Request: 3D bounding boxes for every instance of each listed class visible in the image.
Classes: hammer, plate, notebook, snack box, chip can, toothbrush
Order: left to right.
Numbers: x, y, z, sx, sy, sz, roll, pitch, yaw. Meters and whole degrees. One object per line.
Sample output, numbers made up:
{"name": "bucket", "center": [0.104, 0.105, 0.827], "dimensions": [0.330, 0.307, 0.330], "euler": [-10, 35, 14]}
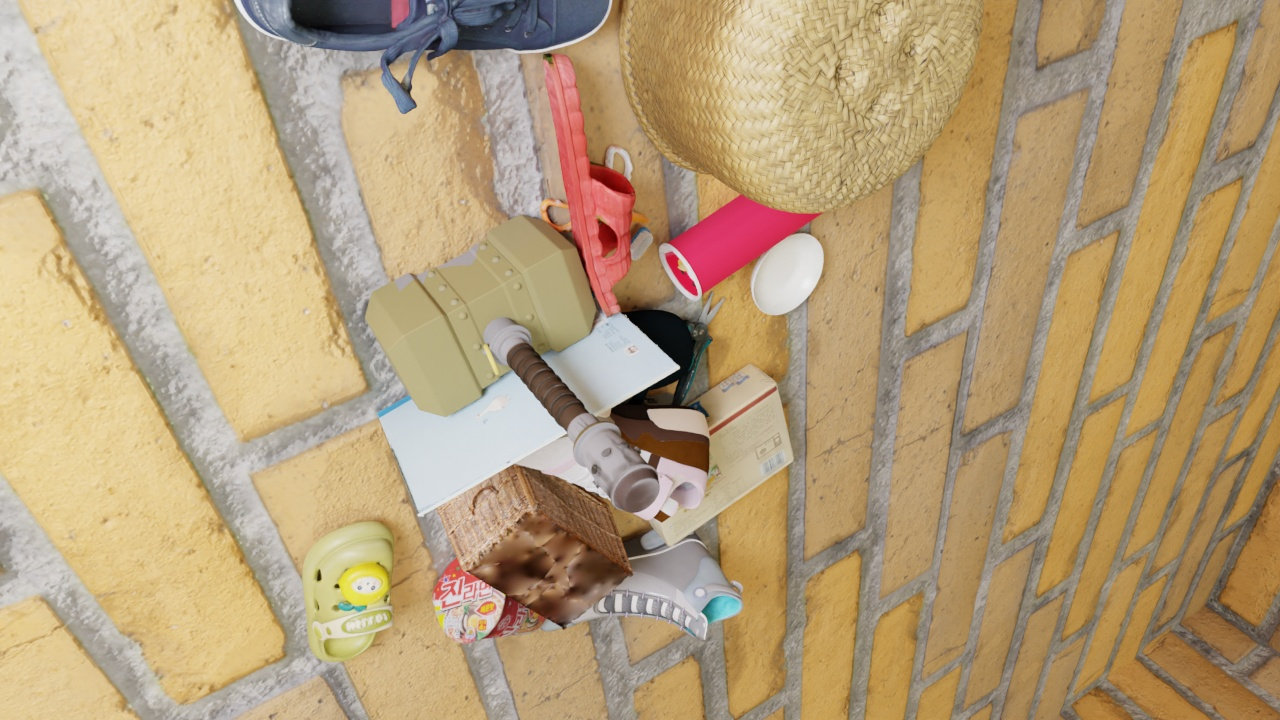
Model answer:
{"name": "notebook", "center": [-0.111, 0.029, 0.845], "dimensions": [0.253, 0.181, 0.009], "euler": [-30, 125, -10]}
{"name": "hammer", "center": [-0.082, 0.016, 0.763], "dimensions": [0.190, 0.325, 0.101], "euler": [-31, 133, -15]}
{"name": "toothbrush", "center": [-0.042, -0.068, 0.950], "dimensions": [0.167, 0.014, 0.016], "euler": [-52, 149, 10]}
{"name": "snack box", "center": [0.087, 0.120, 1.153], "dimensions": [0.207, 0.055, 0.153], "euler": [-33, 134, -13]}
{"name": "chip can", "center": [0.128, -0.152, 0.981], "dimensions": [0.220, 0.069, 0.069], "euler": [-35, 134, -12]}
{"name": "plate", "center": [0.166, -0.104, 1.072], "dimensions": [0.104, 0.026, 0.104], "euler": [-19, 129, -26]}

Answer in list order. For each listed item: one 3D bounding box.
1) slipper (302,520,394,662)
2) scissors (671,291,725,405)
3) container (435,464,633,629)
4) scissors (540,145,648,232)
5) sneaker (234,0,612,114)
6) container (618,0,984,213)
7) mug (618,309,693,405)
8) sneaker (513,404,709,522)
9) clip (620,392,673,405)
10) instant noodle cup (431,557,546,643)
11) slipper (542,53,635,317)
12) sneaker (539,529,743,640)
{"name": "slipper", "center": [-0.300, 0.255, 0.951], "dimensions": [0.091, 0.081, 0.191], "euler": [-4, 125, -31]}
{"name": "scissors", "center": [0.048, -0.006, 1.049], "dimensions": [0.118, 0.019, 0.151], "euler": [-11, 114, -34]}
{"name": "container", "center": [-0.112, 0.191, 0.997], "dimensions": [0.114, 0.112, 0.198], "euler": [-41, 131, 8]}
{"name": "scissors", "center": [-0.040, -0.152, 0.899], "dimensions": [0.125, 0.011, 0.131], "euler": [5, 117, -38]}
{"name": "sneaker", "center": [-0.134, -0.261, 0.675], "dimensions": [0.293, 0.127, 0.121], "euler": [-13, 126, -31]}
{"name": "container", "center": [0.148, -0.282, 0.817], "dimensions": [0.306, 0.196, 0.308], "euler": [-18, 129, -23]}
{"name": "mug", "center": [-0.006, 0.006, 0.980], "dimensions": [0.094, 0.085, 0.122], "euler": [-8, 124, -37]}
{"name": "sneaker", "center": [-0.037, 0.111, 0.952], "dimensions": [0.112, 0.116, 0.293], "euler": [-31, 152, 36]}
{"name": "clip", "center": [-0.044, 0.091, 1.059], "dimensions": [0.168, 0.031, 0.165], "euler": [11, 115, -39]}
{"name": "instant noodle cup", "center": [-0.161, 0.279, 1.062], "dimensions": [0.100, 0.100, 0.112], "euler": [-52, 143, 6]}
{"name": "slipper", "center": [-0.036, -0.152, 0.824], "dimensions": [0.059, 0.103, 0.249], "euler": [-14, 121, -6]}
{"name": "sneaker", "center": [-0.002, 0.306, 1.146], "dimensions": [0.256, 0.160, 0.093], "euler": [-18, 129, -28]}
